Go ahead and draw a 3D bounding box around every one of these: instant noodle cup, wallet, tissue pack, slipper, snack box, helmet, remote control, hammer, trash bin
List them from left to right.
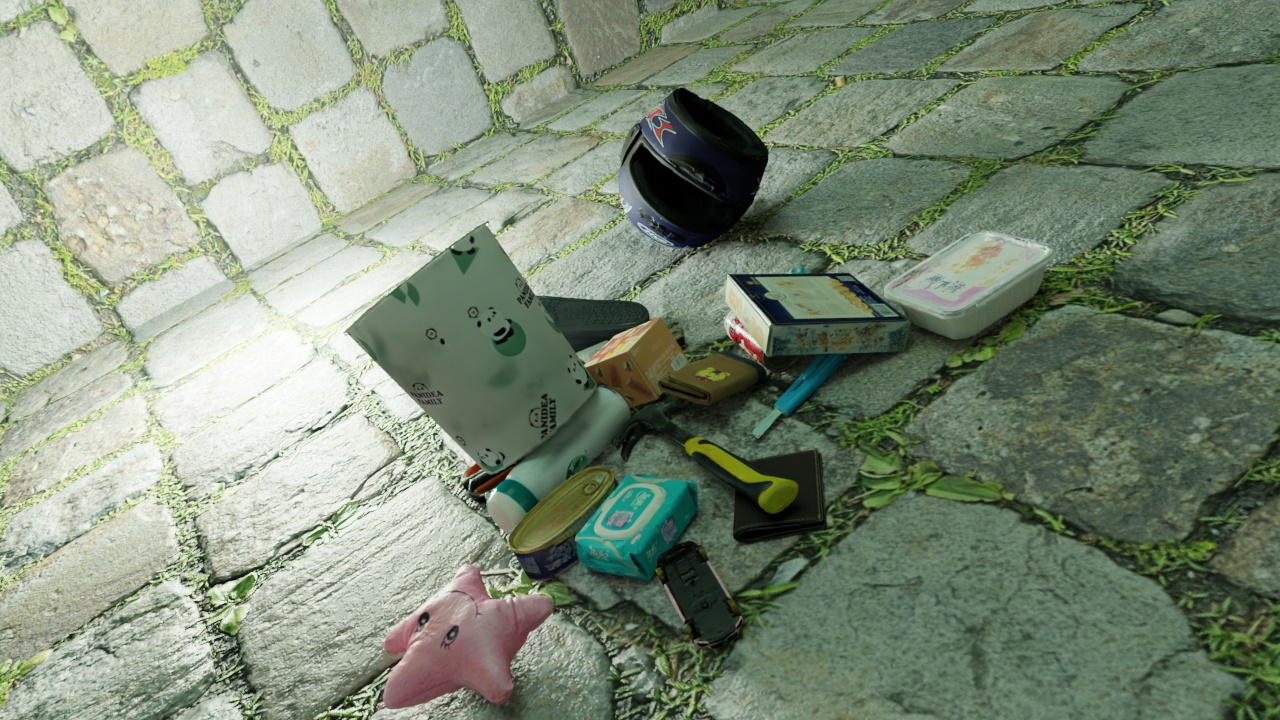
[{"bbox_3d":[-0.202,-0.009,1.163,0.230,0.252,0.229,-38,10,7],"label":"trash bin"},{"bbox_3d":[-0.119,-0.043,1.449,0.268,0.083,0.110,-1,33,4],"label":"slipper"},{"bbox_3d":[-0.108,0.015,1.386,0.150,0.021,0.058,-22,27,3],"label":"remote control"},{"bbox_3d":[-0.007,0.007,1.232,0.095,0.077,0.092,-20,18,42],"label":"snack box"},{"bbox_3d":[-0.002,0.175,0.992,0.093,0.050,0.133,0,35,39],"label":"tissue pack"},{"bbox_3d":[0.078,-0.311,1.576,0.241,0.247,0.314,-57,10,24],"label":"helmet"},{"bbox_3d":[0.070,0.106,1.053,0.126,0.032,0.323,-33,24,-14],"label":"hammer"},{"bbox_3d":[0.091,0.023,1.165,0.090,0.033,0.115,17,28,40],"label":"wallet"},{"bbox_3d":[0.146,0.140,0.973,0.096,0.020,0.122,-11,29,15],"label":"wallet"},{"bbox_3d":[0.219,-0.063,1.173,0.182,0.046,0.177,-2,25,-12],"label":"snack box"},{"bbox_3d":[0.407,-0.089,1.131,0.173,0.060,0.138,-32,29,-14],"label":"instant noodle cup"}]

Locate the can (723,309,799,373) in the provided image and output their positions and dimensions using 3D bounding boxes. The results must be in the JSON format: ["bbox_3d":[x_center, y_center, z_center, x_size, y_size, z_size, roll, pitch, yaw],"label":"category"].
[{"bbox_3d":[0.159,-0.032,1.227,0.053,0.053,0.132,-28,28,-8],"label":"can"}]

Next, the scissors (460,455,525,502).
[{"bbox_3d":[-0.144,0.110,1.245,0.143,0.022,0.234,9,42,46],"label":"scissors"}]

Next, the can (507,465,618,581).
[{"bbox_3d":[-0.080,0.183,1.038,0.147,0.049,0.075,-40,32,-29],"label":"can"}]

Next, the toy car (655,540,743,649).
[{"bbox_3d":[0.056,0.225,0.878,0.056,0.037,0.122,-29,40,-4],"label":"toy car"}]

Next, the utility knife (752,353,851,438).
[{"bbox_3d":[0.197,0.035,1.121,0.193,0.018,0.034,-42,33,-28],"label":"utility knife"}]

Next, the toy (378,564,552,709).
[{"bbox_3d":[-0.181,0.285,0.910,0.195,0.075,0.178,10,43,45],"label":"toy"}]

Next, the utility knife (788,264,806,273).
[{"bbox_3d":[0.234,-0.090,1.316,0.029,0.013,0.222,-17,28,12],"label":"utility knife"}]

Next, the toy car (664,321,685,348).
[{"bbox_3d":[0.022,-0.024,1.331,0.090,0.042,0.035,-22,46,-8],"label":"toy car"}]

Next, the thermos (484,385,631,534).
[{"bbox_3d":[-0.100,0.125,1.142,0.073,0.073,0.223,4,39,42],"label":"thermos"}]

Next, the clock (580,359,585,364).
[{"bbox_3d":[-0.128,0.035,1.303,0.122,0.082,0.055,-22,21,9],"label":"clock"}]
